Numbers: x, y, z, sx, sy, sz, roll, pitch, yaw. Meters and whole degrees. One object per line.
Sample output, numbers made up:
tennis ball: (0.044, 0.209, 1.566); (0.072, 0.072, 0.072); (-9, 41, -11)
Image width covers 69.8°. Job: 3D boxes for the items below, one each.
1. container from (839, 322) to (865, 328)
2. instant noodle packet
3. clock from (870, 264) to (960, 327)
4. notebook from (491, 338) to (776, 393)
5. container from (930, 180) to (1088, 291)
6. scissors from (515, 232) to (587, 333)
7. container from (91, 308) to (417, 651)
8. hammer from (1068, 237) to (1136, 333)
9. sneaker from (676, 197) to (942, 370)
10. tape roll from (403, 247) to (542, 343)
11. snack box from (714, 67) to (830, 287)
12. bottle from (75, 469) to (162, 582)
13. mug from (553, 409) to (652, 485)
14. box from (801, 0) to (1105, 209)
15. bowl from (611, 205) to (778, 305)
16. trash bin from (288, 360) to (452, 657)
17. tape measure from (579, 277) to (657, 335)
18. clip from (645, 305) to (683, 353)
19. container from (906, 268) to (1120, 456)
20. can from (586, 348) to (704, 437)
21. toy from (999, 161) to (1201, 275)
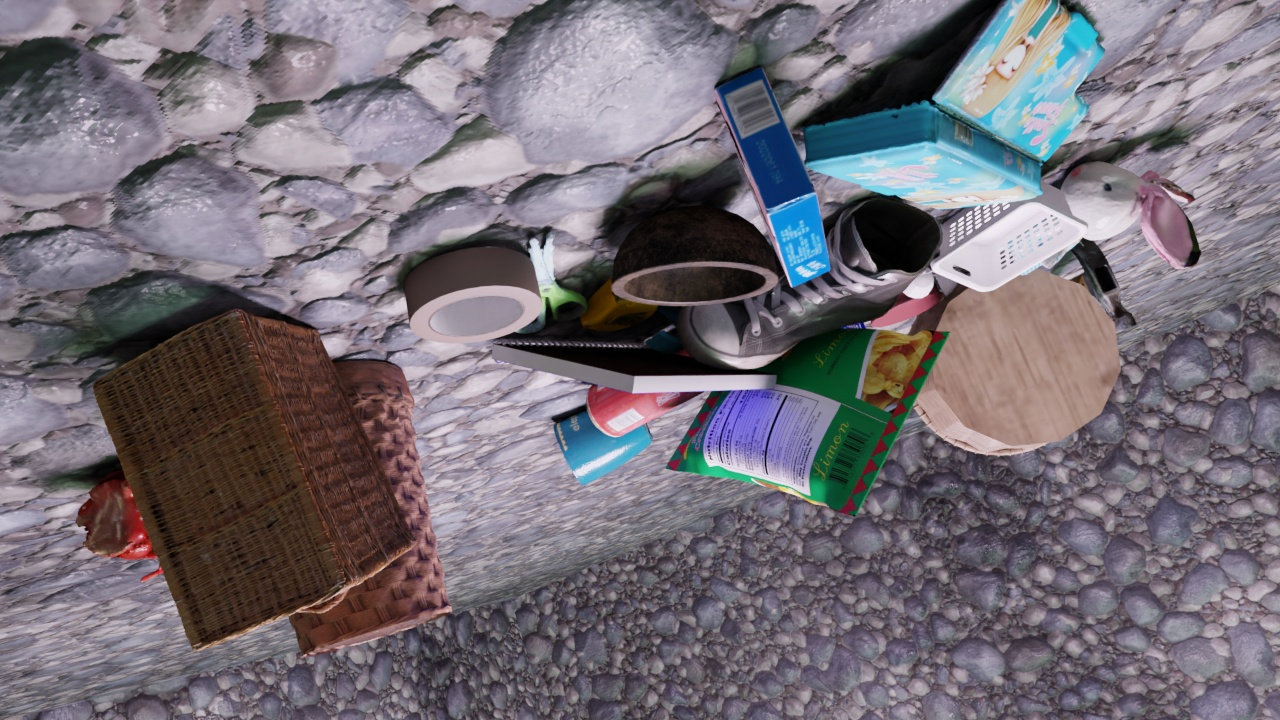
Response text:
container: (0.186, -0.018, 1.009); (0.058, 0.096, 0.114); (5, 151, -46)
instant noodle packet: (0.152, 0.044, 0.894); (0.090, 0.195, 0.253); (44, 158, -31)
clock: (0.299, -0.078, 1.029); (0.087, 0.044, 0.125); (-6, 160, -40)
notebook: (-0.005, 0.005, 0.829); (0.172, 0.022, 0.208); (12, -173, 39)
container: (0.350, -0.125, 0.883); (0.080, 0.049, 0.130); (18, 148, -22)
scissors: (-0.070, -0.061, 0.711); (0.072, 0.033, 0.176); (-13, 167, -10)
container: (-0.250, 0.075, 0.611); (0.114, 0.198, 0.112); (-25, 175, 10)
hammer: (0.569, -0.093, 1.223); (0.033, 0.132, 0.330); (-23, 174, 10)
sneaker: (0.146, -0.066, 0.805); (0.234, 0.095, 0.120); (-13, 161, -15)
tape roll: (-0.118, -0.045, 0.651); (0.093, 0.030, 0.094); (-12, 161, -4)
snack box: (0.089, -0.110, 0.591); (0.033, 0.088, 0.154); (-22, 165, 9)
bottle: (-0.421, 0.137, 0.802); (0.099, 0.099, 0.111); (-20, 169, 3)
mug: (-0.044, 0.091, 1.152); (0.104, 0.084, 0.112); (-26, -168, 3)
box: (0.241, -0.161, 0.648); (0.181, 0.074, 0.226); (-30, 161, 36)
bowl: (0.038, -0.082, 0.673); (0.121, 0.056, 0.121); (-2, 170, 0)
trash bin: (-0.242, 0.125, 0.760); (0.151, 0.210, 0.151); (-18, 165, -5)
tape measure: (-0.016, -0.046, 0.790); (0.058, 0.030, 0.068); (-4, 159, -38)
clip: (0.051, -0.019, 0.851); (0.126, 0.113, 0.028); (14, 142, -41)
container: (0.424, 0.002, 1.056); (0.227, 0.227, 0.196); (-23, 172, 12)
can: (0.018, 0.024, 0.994); (0.171, 0.067, 0.067); (-30, 161, 33)
toy: (0.432, -0.151, 0.914); (0.206, 0.130, 0.106); (-7, 130, 35)
